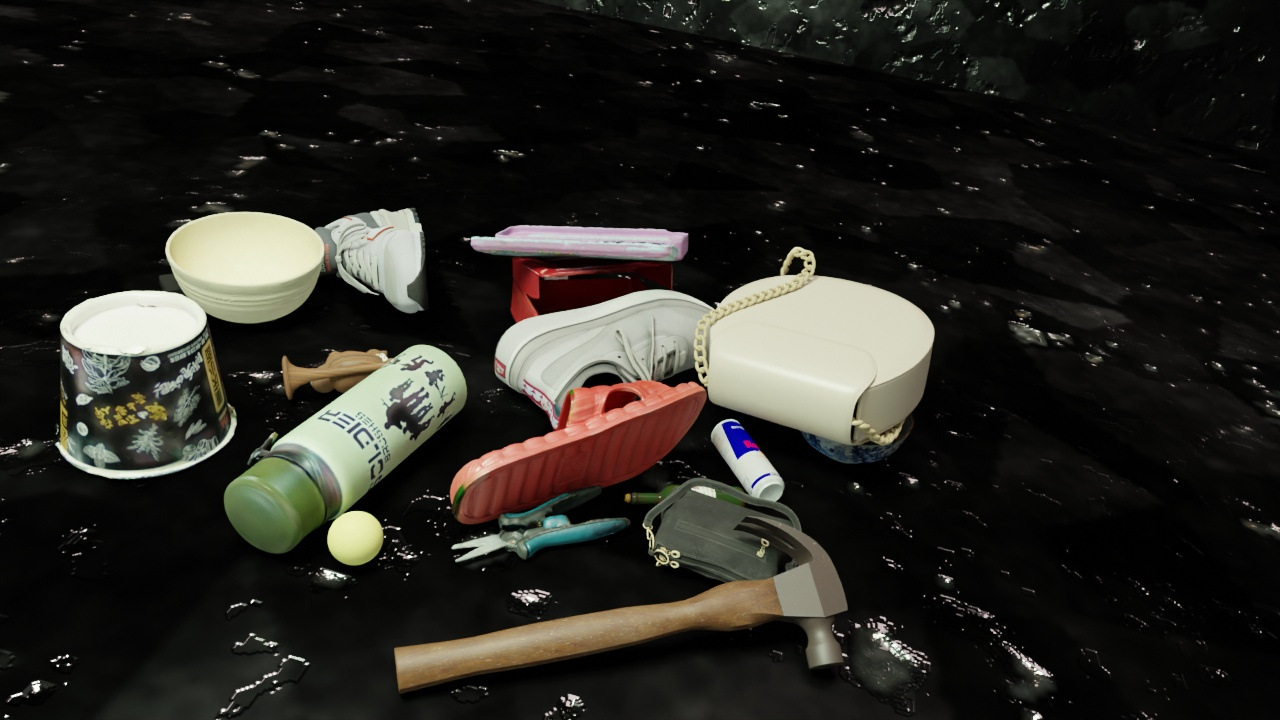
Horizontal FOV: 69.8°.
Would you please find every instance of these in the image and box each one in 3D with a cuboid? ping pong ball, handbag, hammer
[{"bbox_3d":[-0.213,0.133,0.687,0.040,0.040,0.040,7,31,-5],"label":"ping pong ball"},{"bbox_3d":[0.175,-0.016,0.905,0.211,0.103,0.207,17,36,26],"label":"handbag"},{"bbox_3d":[-0.006,0.185,0.647,0.322,0.033,0.115,-6,65,-17],"label":"hammer"},{"bbox_3d":[0.065,0.146,0.739,0.128,0.054,0.078,18,35,8],"label":"handbag"}]

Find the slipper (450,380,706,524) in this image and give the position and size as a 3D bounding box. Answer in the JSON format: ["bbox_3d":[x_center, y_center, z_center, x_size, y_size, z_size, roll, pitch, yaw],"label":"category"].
[{"bbox_3d":[-0.055,0.067,0.787,0.248,0.104,0.059,-19,55,-29],"label":"slipper"}]

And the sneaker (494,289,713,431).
[{"bbox_3d":[-0.005,0.005,0.921,0.262,0.097,0.128,-11,43,-29],"label":"sneaker"}]

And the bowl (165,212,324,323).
[{"bbox_3d":[-0.409,-0.088,0.959,0.150,0.075,0.150,9,35,-7],"label":"bowl"}]

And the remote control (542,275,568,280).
[{"bbox_3d":[-0.107,-0.112,1.156,0.033,0.013,0.136,4,33,-8],"label":"remote control"}]

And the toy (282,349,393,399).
[{"bbox_3d":[-0.281,0.011,0.868,0.101,0.041,0.055,-7,-1,-13],"label":"toy"}]

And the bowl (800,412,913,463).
[{"bbox_3d":[0.208,0.069,0.909,0.114,0.045,0.114,2,30,-1],"label":"bowl"}]

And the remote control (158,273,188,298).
[{"bbox_3d":[-0.449,-0.091,1.019,0.149,0.013,0.034,-14,42,-35],"label":"remote control"}]

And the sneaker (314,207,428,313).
[{"bbox_3d":[-0.309,-0.114,1.041,0.124,0.089,0.239,-4,25,-15],"label":"sneaker"}]

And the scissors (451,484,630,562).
[{"bbox_3d":[-0.075,0.135,0.747,0.148,0.019,0.123,9,31,3],"label":"scissors"}]

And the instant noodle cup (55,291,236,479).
[{"bbox_3d":[-0.413,0.012,0.760,0.137,0.112,0.137,8,30,-4],"label":"instant noodle cup"}]

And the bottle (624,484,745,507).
[{"bbox_3d":[0.039,0.121,0.798,0.106,0.025,0.025,3,31,-12],"label":"bottle"}]

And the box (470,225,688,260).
[{"bbox_3d":[-0.061,-0.125,0.988,0.214,0.035,0.150,3,10,11],"label":"box"}]

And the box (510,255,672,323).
[{"bbox_3d":[-0.057,-0.065,1.029,0.157,0.110,0.134,-6,23,-20],"label":"box"}]

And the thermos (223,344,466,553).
[{"bbox_3d":[-0.238,0.065,0.755,0.082,0.082,0.230,19,32,15],"label":"thermos"}]

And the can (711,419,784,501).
[{"bbox_3d":[0.099,0.094,0.853,0.032,0.032,0.095,-4,33,-22],"label":"can"}]
